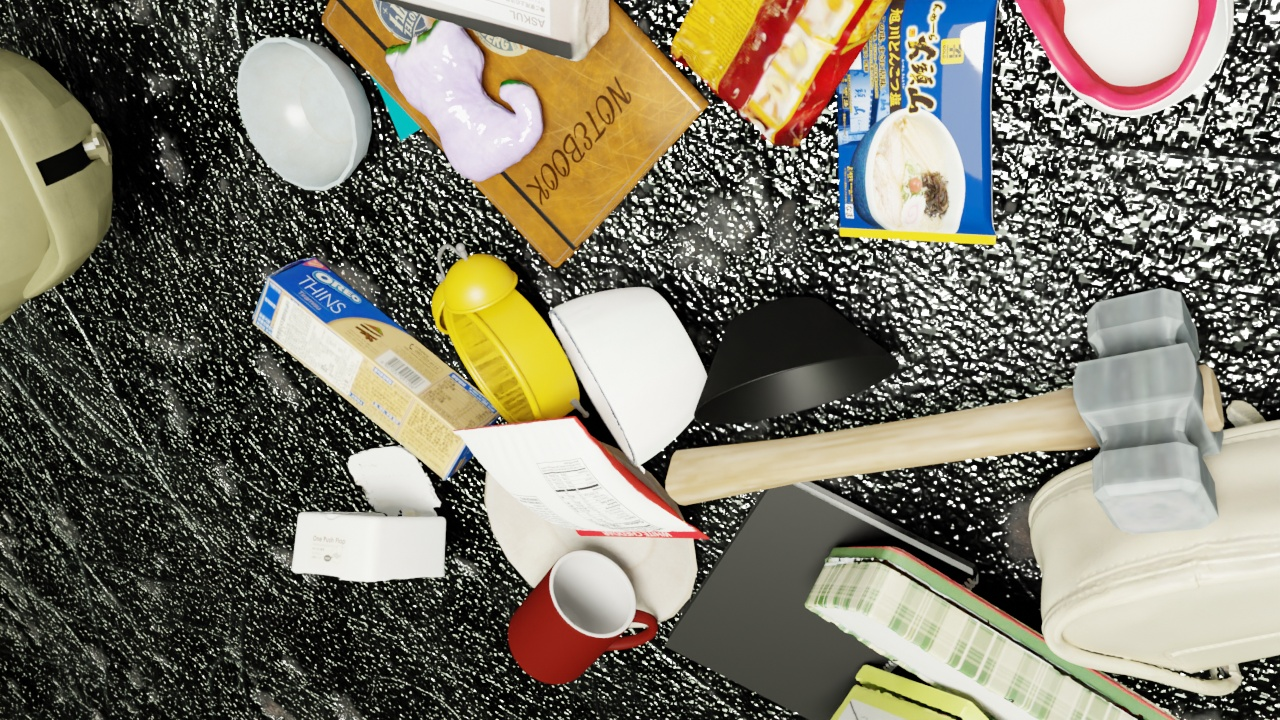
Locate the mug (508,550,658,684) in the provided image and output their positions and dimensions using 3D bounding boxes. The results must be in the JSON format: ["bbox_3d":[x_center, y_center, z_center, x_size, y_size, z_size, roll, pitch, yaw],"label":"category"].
[{"bbox_3d":[-0.040,0.206,0.720,0.105,0.073,0.083,20,131,-19],"label":"mug"}]

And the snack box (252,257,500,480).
[{"bbox_3d":[-0.212,0.004,0.739,0.207,0.057,0.056,39,125,4],"label":"snack box"}]

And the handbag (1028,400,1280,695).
[{"bbox_3d":[0.339,0.090,0.480,0.184,0.131,0.230,35,136,-26],"label":"handbag"}]

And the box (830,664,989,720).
[{"bbox_3d":[0.234,0.315,0.617,0.221,0.082,0.125,43,161,-8],"label":"box"}]

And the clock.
[{"bbox_3d":[-0.098,-0.014,0.646,0.152,0.052,0.114,57,159,-5],"label":"clock"}]

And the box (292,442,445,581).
[{"bbox_3d":[-0.233,0.126,0.812,0.110,0.102,0.130,0,82,33],"label":"box"}]

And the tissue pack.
[{"bbox_3d":[-0.098,-0.247,0.514,0.181,0.071,0.104,23,141,18],"label":"tissue pack"}]

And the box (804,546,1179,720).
[{"bbox_3d":[0.210,0.182,0.559,0.205,0.050,0.118,30,164,1],"label":"box"}]

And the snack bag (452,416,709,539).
[{"bbox_3d":[-0.044,0.088,0.636,0.131,0.039,0.144,-9,136,44],"label":"snack bag"}]

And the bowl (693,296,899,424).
[{"bbox_3d":[0.087,-0.005,0.554,0.124,0.123,0.052,-25,70,37],"label":"bowl"}]

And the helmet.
[{"bbox_3d":[-0.526,-0.136,0.690,0.233,0.254,0.250,7,121,29],"label":"helmet"}]

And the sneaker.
[{"bbox_3d":[0.168,-0.207,0.376,0.091,0.104,0.236,-22,104,36],"label":"sneaker"}]

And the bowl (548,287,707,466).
[{"bbox_3d":[-0.004,0.003,0.593,0.065,0.116,0.116,-29,105,-8],"label":"bowl"}]

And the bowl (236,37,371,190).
[{"bbox_3d":[-0.232,-0.178,0.654,0.106,0.039,0.106,13,123,22],"label":"bowl"}]

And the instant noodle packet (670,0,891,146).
[{"bbox_3d":[0.078,-0.186,0.467,0.098,0.039,0.136,50,131,22],"label":"instant noodle packet"}]

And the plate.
[{"bbox_3d":[-0.039,0.132,0.734,0.189,0.027,0.189,13,123,22],"label":"plate"}]

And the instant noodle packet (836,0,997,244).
[{"bbox_3d":[0.144,-0.127,0.484,0.087,0.026,0.134,9,121,33],"label":"instant noodle packet"}]

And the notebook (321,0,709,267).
[{"bbox_3d":[-0.099,-0.193,0.588,0.249,0.014,0.179,47,128,-2],"label":"notebook"}]

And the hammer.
[{"bbox_3d":[0.149,0.049,0.533,0.324,0.117,0.051,-15,135,38],"label":"hammer"}]

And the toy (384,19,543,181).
[{"bbox_3d":[-0.107,-0.166,0.576,0.080,0.036,0.100,-22,110,25],"label":"toy"}]

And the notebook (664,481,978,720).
[{"bbox_3d":[0.122,0.181,0.666,0.149,0.016,0.207,27,127,2],"label":"notebook"}]
